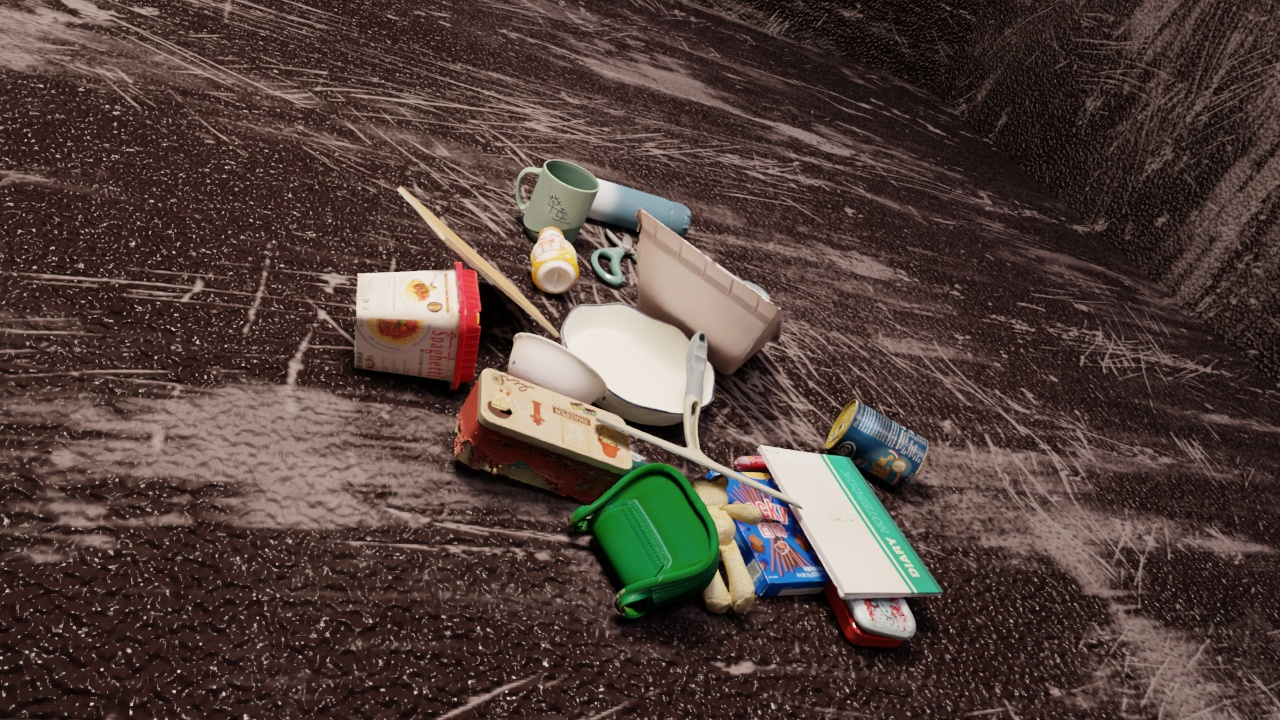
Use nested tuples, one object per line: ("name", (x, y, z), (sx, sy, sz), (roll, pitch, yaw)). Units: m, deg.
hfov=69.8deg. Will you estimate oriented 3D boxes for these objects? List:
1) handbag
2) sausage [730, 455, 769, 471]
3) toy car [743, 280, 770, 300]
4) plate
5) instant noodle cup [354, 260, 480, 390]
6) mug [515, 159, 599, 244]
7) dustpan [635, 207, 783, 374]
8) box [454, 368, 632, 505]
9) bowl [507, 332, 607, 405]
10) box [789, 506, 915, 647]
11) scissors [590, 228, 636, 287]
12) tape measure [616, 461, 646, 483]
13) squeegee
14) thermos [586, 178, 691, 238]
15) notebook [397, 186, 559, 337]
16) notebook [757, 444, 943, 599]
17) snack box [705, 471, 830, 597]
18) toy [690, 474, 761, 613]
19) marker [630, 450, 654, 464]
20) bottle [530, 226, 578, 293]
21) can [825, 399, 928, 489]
("handbag", (0.007, 0.172, 0.875), (0.120, 0.068, 0.131), (-23, 56, -19))
("sausage", (0.170, 0.126, 1.126), (0.155, 0.020, 0.020), (3, 40, -34))
("toy car", (0.165, -0.096, 1.423), (0.054, 0.037, 0.120), (36, 30, 13))
("plate", (-0.007, 0.007, 1.136), (0.204, 0.046, 0.204), (20, 34, -14))
("instant noodle cup", (-0.238, -0.039, 0.973), (0.124, 0.117, 0.116), (1, 39, -17))
("mug", (-0.129, -0.227, 1.314), (0.111, 0.107, 0.082), (24, 33, -7))
("dustpan", (0.103, -0.105, 1.229), (0.222, 0.274, 0.138), (39, 62, 11))
("box", (-0.102, 0.086, 0.933), (0.168, 0.079, 0.091), (22, 31, -22))
("bowl", (-0.102, 0.030, 0.999), (0.118, 0.118, 0.064), (29, 70, 1))
("box", (0.234, 0.221, 1.013), (0.087, 0.049, 0.201), (12, 35, -24))
("scissors", (0.000, -0.141, 1.377), (0.177, 0.019, 0.173), (23, 31, -7))
("tape measure", (0.000, 0.132, 0.982), (0.058, 0.025, 0.054), (-13, 51, -48))
("squeegee", (0.063, 0.048, 1.056), (0.246, 0.039, 0.246), (24, 35, -14))
("thermos", (-0.022, -0.242, 1.462), (0.220, 0.070, 0.070), (12, 36, -26))
("notebook", (-0.188, -0.114, 1.077), (0.207, 0.008, 0.148), (43, 1, -44))
("notebook", (0.231, 0.179, 1.030), (0.150, 0.012, 0.209), (9, 36, -32))
("snack box", (0.135, 0.186, 1.006), (0.084, 0.026, 0.157), (6, 38, -31))
("toy", (0.077, 0.186, 0.940), (0.105, 0.066, 0.157), (-19, 44, 6))
("marker", (0.004, 0.117, 1.018), (0.124, 0.015, 0.018), (29, 31, 6))
("bottle", (-0.118, -0.139, 1.241), (0.063, 0.063, 0.108), (15, 34, -21))
("can", (0.311, 0.110, 1.202), (0.111, 0.075, 0.075), (29, 32, 1))
